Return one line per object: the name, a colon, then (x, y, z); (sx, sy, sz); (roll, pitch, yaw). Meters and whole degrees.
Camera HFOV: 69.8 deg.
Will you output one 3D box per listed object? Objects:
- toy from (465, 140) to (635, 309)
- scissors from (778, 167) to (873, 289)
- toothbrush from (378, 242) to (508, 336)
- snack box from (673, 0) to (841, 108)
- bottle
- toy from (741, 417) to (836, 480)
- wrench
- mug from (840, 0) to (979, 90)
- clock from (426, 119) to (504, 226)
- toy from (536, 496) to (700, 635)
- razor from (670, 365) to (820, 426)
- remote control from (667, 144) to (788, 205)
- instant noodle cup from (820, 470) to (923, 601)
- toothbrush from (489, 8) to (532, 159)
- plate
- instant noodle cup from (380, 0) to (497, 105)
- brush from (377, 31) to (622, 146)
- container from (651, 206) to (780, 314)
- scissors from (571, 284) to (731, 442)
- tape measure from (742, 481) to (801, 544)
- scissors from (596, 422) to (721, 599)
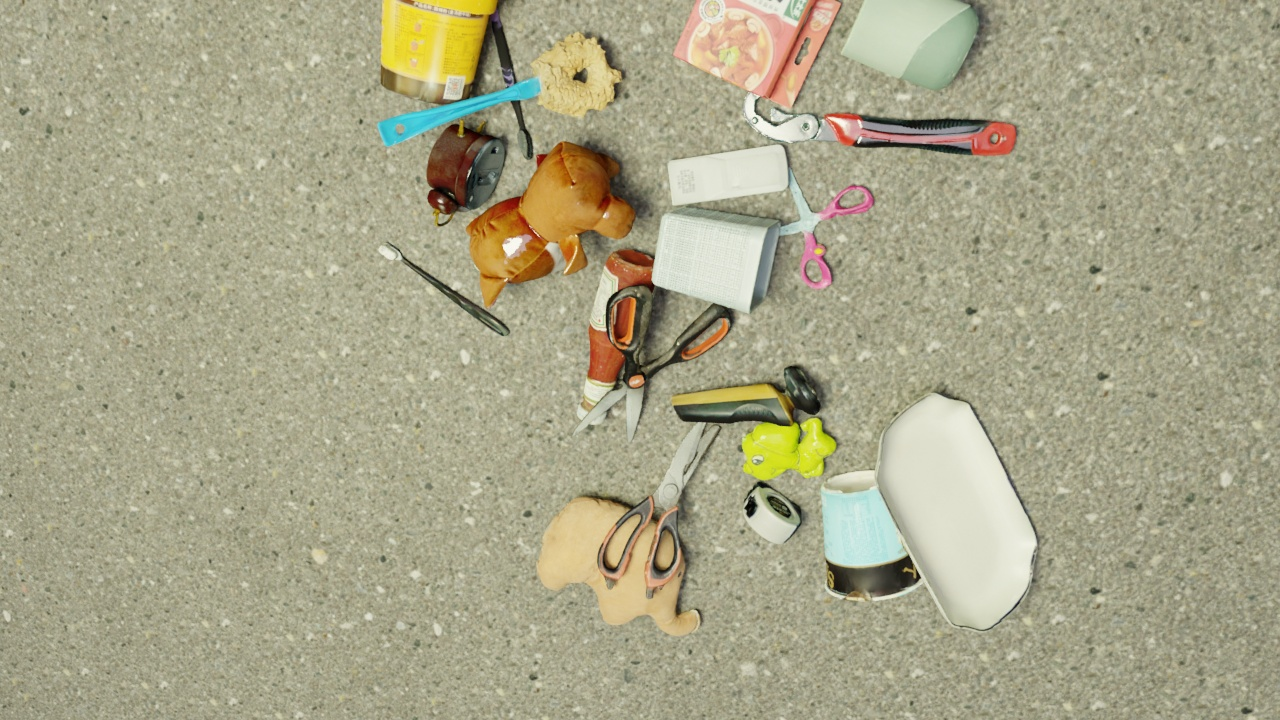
toy: (-0.104, -0.145, 0.985); (0.200, 0.140, 0.130); (-31, 140, 19)
scissors: (0.184, -0.143, 0.973); (0.135, 0.017, 0.133); (-19, 99, 20)
toothbrush: (-0.230, -0.082, 1.072); (0.181, 0.018, 0.016); (35, 107, -2)
snack box: (0.114, -0.327, 0.906); (0.127, 0.044, 0.113); (27, 106, 7)
bottle: (-0.031, -0.022, 1.030); (0.060, 0.059, 0.206); (19, 115, 5)
toy: (0.165, 0.099, 1.041); (0.100, 0.031, 0.097); (24, 110, -2)
wrench: (0.238, -0.237, 0.932); (0.273, 0.016, 0.056); (10, 109, 9)
mug: (0.262, -0.323, 0.873); (0.106, 0.082, 0.111); (23, 78, 4)
clock: (-0.194, -0.199, 0.994); (0.055, 0.082, 0.122); (26, 109, 7)
toy: (-0.011, 0.251, 1.101); (0.226, 0.082, 0.144); (31, 107, -5)
razor: (0.116, 0.044, 1.028); (0.168, 0.062, 0.067); (-5, 75, 18)
remote control: (0.092, -0.196, 0.968); (0.125, 0.024, 0.049); (-6, 100, 15)
instant noodle cup: (0.249, 0.189, 1.017); (0.111, 0.111, 0.120); (-10, 98, 14)
toothbrush: (-0.144, -0.310, 0.986); (0.014, 0.016, 0.189); (-9, 103, 14)
plate: (0.334, 0.163, 0.991); (0.161, 0.034, 0.266); (-35, 101, -23)
instant noodle cup: (-0.214, -0.333, 0.944); (0.118, 0.118, 0.115); (17, 116, 5)
brush: (-0.142, -0.268, 0.938); (0.254, 0.046, 0.083); (-19, 114, -7)
container: (0.078, -0.110, 0.961); (0.111, 0.089, 0.090); (15, 109, 15)
scissors: (0.009, 0.004, 1.015); (0.227, 0.021, 0.221); (-22, 134, -5)
tape measure: (0.150, 0.177, 1.049); (0.066, 0.065, 0.034); (34, 111, 0)
scissors: (0.036, 0.171, 1.056); (0.204, 0.015, 0.199); (-20, 93, -7)
